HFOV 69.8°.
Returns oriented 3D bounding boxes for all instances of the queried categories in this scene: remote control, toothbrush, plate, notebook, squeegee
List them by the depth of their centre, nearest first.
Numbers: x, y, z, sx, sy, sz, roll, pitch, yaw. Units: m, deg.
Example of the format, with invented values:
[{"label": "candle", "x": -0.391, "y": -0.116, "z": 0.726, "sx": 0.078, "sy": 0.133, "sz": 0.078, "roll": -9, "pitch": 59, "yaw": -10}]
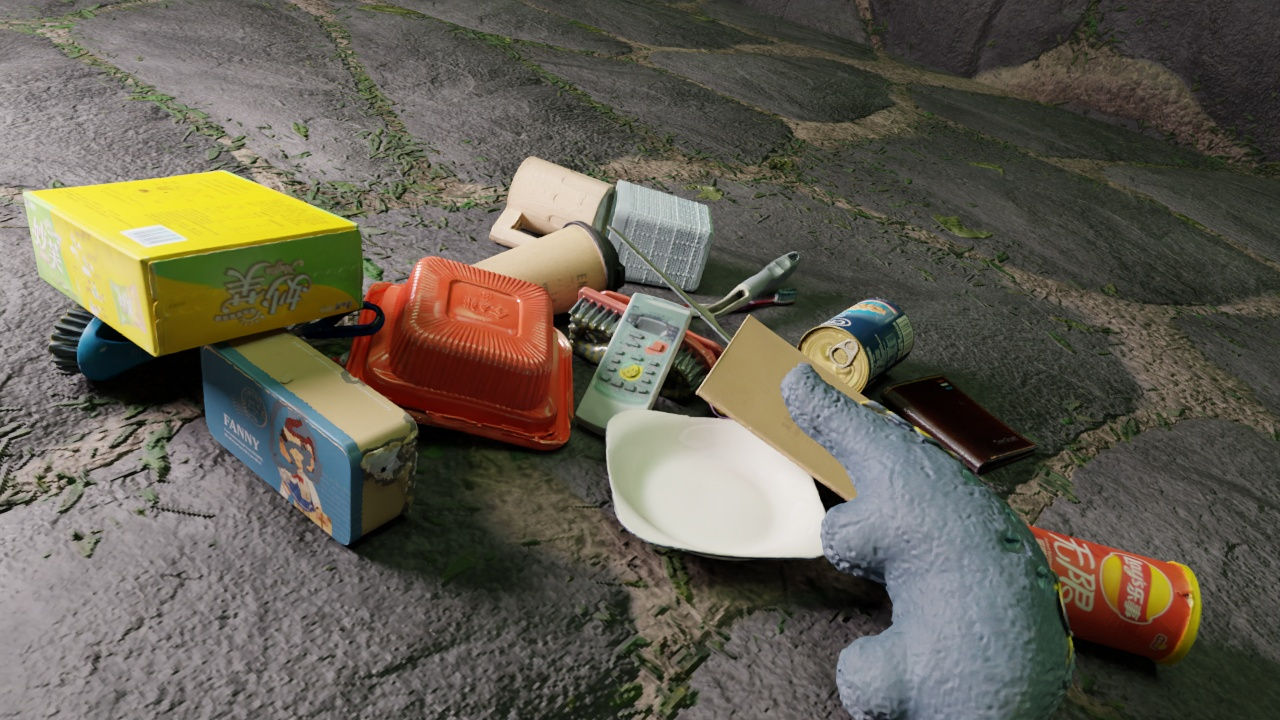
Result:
[{"label": "plate", "x": 0.054, "y": 0.099, "z": 0.693, "sx": 0.163, "sy": 0.034, "sz": 0.164, "roll": 7, "pitch": 31, "yaw": -10}, {"label": "notebook", "x": 0.155, "y": 0.054, "z": 0.763, "sx": 0.211, "sy": 0.012, "sz": 0.149, "roll": 36, "pitch": 34, "yaw": 3}, {"label": "remote control", "x": -0.005, "y": 0.005, "z": 0.779, "sx": 0.056, "sy": 0.019, "sz": 0.134, "roll": 19, "pitch": 63, "yaw": 14}, {"label": "squeegee", "x": 0.109, "y": -0.073, "z": 0.969, "sx": 0.246, "sy": 0.039, "sz": 0.245, "roll": 44, "pitch": 37, "yaw": 10}, {"label": "toothbrush", "x": 0.099, "y": -0.062, "z": 0.995, "sx": 0.187, "sy": 0.017, "sz": 0.016, "roll": -8, "pitch": 40, "yaw": -32}]

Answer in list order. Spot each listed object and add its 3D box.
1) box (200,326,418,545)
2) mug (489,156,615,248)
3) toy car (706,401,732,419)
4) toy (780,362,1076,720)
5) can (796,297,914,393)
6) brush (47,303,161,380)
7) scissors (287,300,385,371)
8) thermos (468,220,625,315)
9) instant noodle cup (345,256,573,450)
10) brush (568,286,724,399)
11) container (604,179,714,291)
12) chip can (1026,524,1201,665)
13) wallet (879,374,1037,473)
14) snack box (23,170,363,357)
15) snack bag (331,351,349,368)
[{"label": "box", "x": -0.233, "y": 0.043, "z": 0.631, "sx": 0.184, "sy": 0.090, "sz": 0.059, "roll": 26, "pitch": 33, "yaw": 27}, {"label": "mug", "x": -0.097, "y": -0.165, "z": 1.047, "sx": 0.103, "sy": 0.084, "sz": 0.124, "roll": 20, "pitch": 56, "yaw": 11}, {"label": "toy car", "x": 0.113, "y": 0.049, "z": 0.793, "sx": 0.122, "sy": 0.037, "sz": 0.056, "roll": 24, "pitch": 30, "yaw": 13}, {"label": "toy", "x": 0.182, "y": 0.146, "z": 0.554, "sx": 0.138, "sy": 0.092, "sz": 0.355, "roll": -3, "pitch": 53, "yaw": -8}, {"label": "can", "x": 0.212, "y": -0.013, "z": 0.896, "sx": 0.075, "sy": 0.075, "sz": 0.110, "roll": 30, "pitch": 35, "yaw": 28}, {"label": "brush", "x": -0.392, "y": -0.031, "z": 0.725, "sx": 0.073, "sy": 0.055, "sz": 0.143, "roll": 10, "pitch": 29, "yaw": 0}, {"label": "scissors", "x": -0.269, "y": -0.022, "z": 0.727, "sx": 0.146, "sy": 0.012, "sz": 0.169, "roll": -38, "pitch": 46, "yaw": -5}, {"label": "thermos", "x": -0.095, "y": -0.079, "z": 0.891, "sx": 0.143, "sy": 0.093, "sz": 0.093, "roll": -20, "pitch": 43, "yaw": -32}, {"label": "instant noodle cup", "x": -0.135, "y": -0.013, "z": 0.749, "sx": 0.188, "sy": 0.079, "sz": 0.164, "roll": 15, "pitch": 35, "yaw": -18}, {"label": "brush", "x": 0.006, "y": -0.018, "z": 0.842, "sx": 0.146, "sy": 0.063, "sz": 0.069, "roll": 25, "pitch": 46, "yaw": 19}, {"label": "container", "x": 0.019, "y": -0.136, "z": 1.021, "sx": 0.111, "sy": 0.090, "sz": 0.090, "roll": 11, "pitch": 31, "yaw": -6}, {"label": "chip can", "x": 0.271, "y": 0.150, "z": 0.651, "sx": 0.216, "sy": 0.073, "sz": 0.073, "roll": 16, "pitch": 31, "yaw": 6}, {"label": "wallet", "x": 0.301, "y": 0.058, "z": 0.870, "sx": 0.096, "sy": 0.020, "sz": 0.122, "roll": -11, "pitch": 40, "yaw": -34}, {"label": "snack box", "x": -0.331, "y": -0.082, "z": 0.683, "sx": 0.210, "sy": 0.070, "sz": 0.157, "roll": 22, "pitch": 29, "yaw": 36}, {"label": "snack bag", "x": -0.217, "y": -0.002, "z": 0.771, "sx": 0.045, "sy": 0.026, "sz": 0.105, "roll": 27, "pitch": 33, "yaw": 26}]
